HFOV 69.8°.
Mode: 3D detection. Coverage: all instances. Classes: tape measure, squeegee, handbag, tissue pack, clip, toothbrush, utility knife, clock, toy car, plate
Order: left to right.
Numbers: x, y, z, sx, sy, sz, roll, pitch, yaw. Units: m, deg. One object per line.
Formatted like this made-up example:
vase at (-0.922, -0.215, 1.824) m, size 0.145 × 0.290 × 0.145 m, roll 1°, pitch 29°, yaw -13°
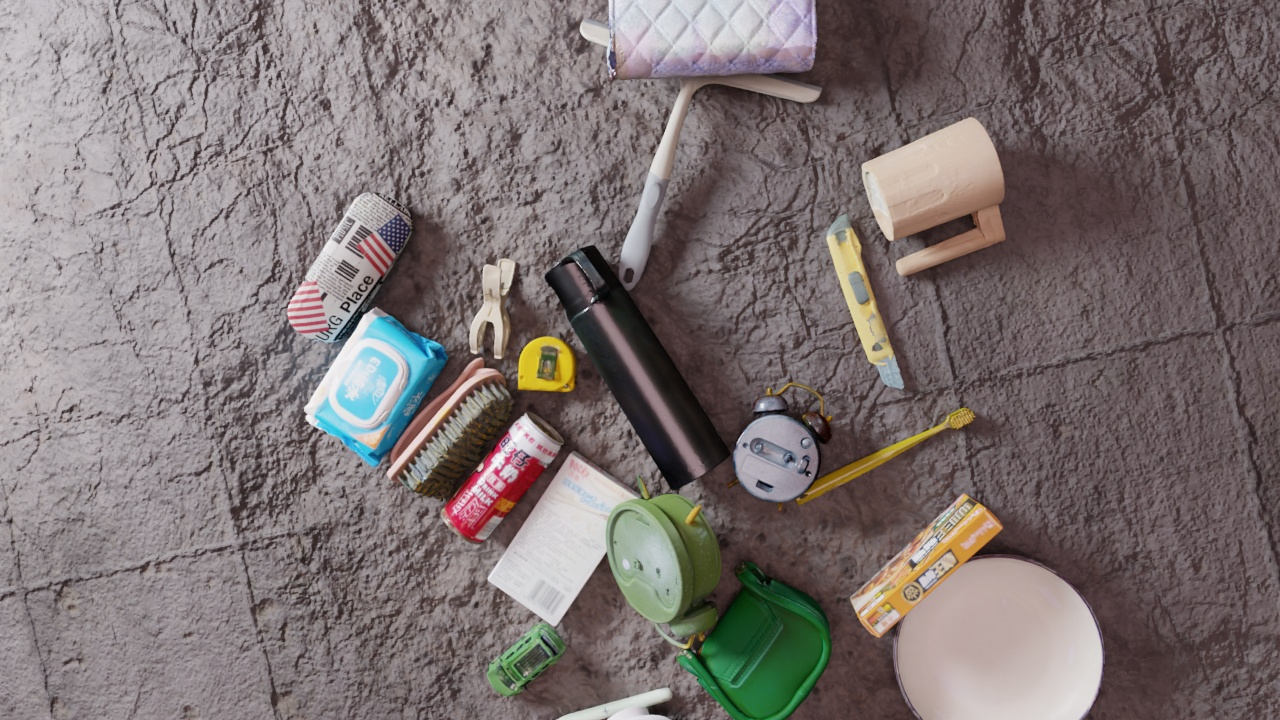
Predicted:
tissue pack at (-0.263, 0.025, 0.914) m, size 0.090 × 0.063 × 0.140 m, roll 33°, pitch 94°, yaw 4°
clip at (-0.145, -0.050, 0.910) m, size 0.034 × 0.060 × 0.097 m, roll 14°, pitch 104°, yaw 5°
toy car at (-0.117, 0.302, 0.918) m, size 0.043 × 0.036 × 0.091 m, roll 47°, pitch 110°, yaw 2°
tape measure at (-0.093, 0.005, 0.914) m, size 0.060 × 0.029 × 0.057 m, roll 3°, pitch 91°, yaw 5°
toothbrush at (-0.058, 0.364, 0.927) m, size 0.189 × 0.029 × 0.020 m, roll -19°, pitch 49°, yaw 4°
squeegee at (0.021, -0.187, 0.892) m, size 0.246 × 0.039 × 0.246 m, roll 19°, pitch 94°, yaw 5°
clock at (0.023, 0.197, 0.864) m, size 0.056 × 0.116 × 0.161 m, roll -15°, pitch 110°, yaw -34°
handbag at (0.063, -0.330, 0.857) m, size 0.194 × 0.075 × 0.134 m, roll -3°, pitch 82°, yaw 3°
handbag at (0.112, 0.275, 0.882) m, size 0.120 × 0.068 × 0.131 m, roll 34°, pitch 94°, yaw 5°
clock at (0.135, 0.080, 0.881) m, size 0.082 × 0.055 × 0.122 m, roll 24°, pitch 93°, yaw 5°
utility knife at (0.218, -0.055, 0.892) m, size 0.031 × 0.019 × 0.178 m, roll -19°, pitch 94°, yaw 12°
toothbrush at (0.236, 0.093, 0.890) m, size 0.190 × 0.016 × 0.015 m, roll -27°, pitch 88°, yaw 6°
plate at (0.337, 0.276, 0.875) m, size 0.192 × 0.039 × 0.192 m, roll 0°, pitch 91°, yaw 5°

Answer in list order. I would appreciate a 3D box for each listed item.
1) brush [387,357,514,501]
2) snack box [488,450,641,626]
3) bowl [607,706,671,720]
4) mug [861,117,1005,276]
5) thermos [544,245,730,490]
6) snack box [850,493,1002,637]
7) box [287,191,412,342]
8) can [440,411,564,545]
brush at (-0.188, 0.066, 0.912) m, size 0.145 × 0.063 × 0.073 m, roll -51°, pitch 56°, yaw 3°
snack box at (-0.076, 0.178, 0.918) m, size 0.085 × 0.027 × 0.157 m, roll 34°, pitch 94°, yaw 4°
bowl at (-0.003, 0.378, 0.892) m, size 0.118 × 0.118 × 0.064 m, roll -33°, pitch 50°, yaw 5°
mug at (0.275, -0.149, 0.856) m, size 0.103 × 0.084 × 0.125 m, roll -21°, pitch 116°, yaw 7°
thermos at (-0.005, 0.005, 0.875) m, size 0.068 × 0.090 × 0.242 m, roll -32°, pitch 89°, yaw -7°
snack box at (0.265, 0.191, 0.861) m, size 0.154 × 0.075 × 0.026 m, roll -44°, pitch 88°, yaw 5°
box at (-0.286, -0.090, 0.906) m, size 0.075 × 0.077 × 0.163 m, roll 35°, pitch 92°, yaw -2°
can at (-0.136, 0.116, 0.909) m, size 0.053 × 0.053 × 0.133 m, roll 40°, pitch 95°, yaw 3°
